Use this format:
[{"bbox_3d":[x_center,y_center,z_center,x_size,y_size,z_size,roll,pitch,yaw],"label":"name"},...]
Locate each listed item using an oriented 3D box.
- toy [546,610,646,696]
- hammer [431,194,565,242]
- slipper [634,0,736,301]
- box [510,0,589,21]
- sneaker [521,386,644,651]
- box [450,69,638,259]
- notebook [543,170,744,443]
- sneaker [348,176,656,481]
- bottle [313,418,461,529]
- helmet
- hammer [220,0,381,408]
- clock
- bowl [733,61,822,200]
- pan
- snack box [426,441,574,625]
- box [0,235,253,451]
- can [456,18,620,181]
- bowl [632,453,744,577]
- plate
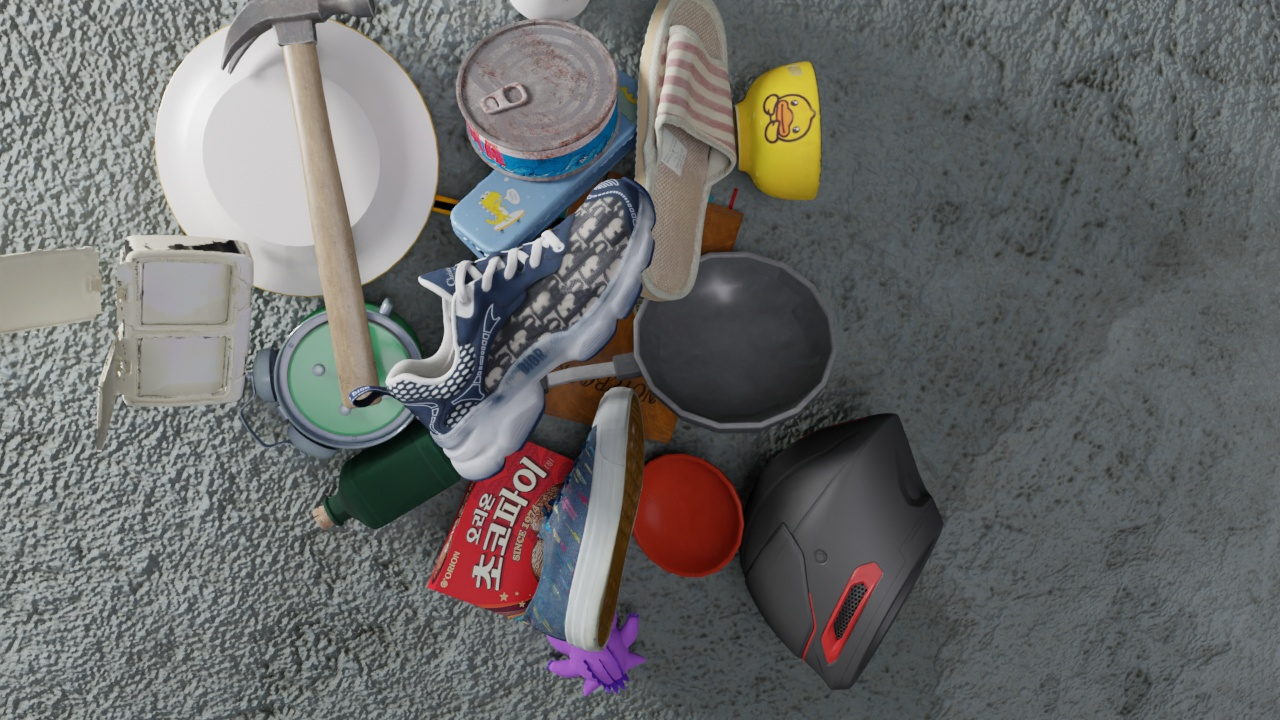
[{"bbox_3d":[-0.043,0.291,0.919,0.106,0.056,0.088,-30,112,-3],"label":"toy"},{"bbox_3d":[-0.134,-0.122,0.795,0.320,0.036,0.123,15,100,-9],"label":"hammer"},{"bbox_3d":[0.038,-0.180,0.772,0.114,0.052,0.263,6,91,-51],"label":"slipper"},{"bbox_3d":[-0.078,-0.333,0.702,0.084,0.162,0.112,-34,96,-9],"label":"box"},{"bbox_3d":[-0.050,0.136,0.826,0.079,0.087,0.235,6,72,13],"label":"sneaker"},{"bbox_3d":[-0.069,-0.167,0.766,0.066,0.049,0.209,44,72,-1],"label":"box"},{"bbox_3d":[-0.018,-0.058,0.858,0.178,0.014,0.249,15,100,-16],"label":"notebook"},{"bbox_3d":[-0.102,-0.044,0.707,0.132,0.103,0.269,35,95,-26],"label":"sneaker"},{"bbox_3d":[-0.233,0.110,0.828,0.131,0.061,0.061,-31,111,-3],"label":"bottle"},{"bbox_3d":[0.182,0.166,0.879,0.170,0.164,0.265,31,109,24],"label":"helmet"},{"bbox_3d":[-0.247,-0.126,0.728,0.119,0.030,0.331,-8,99,-3],"label":"hammer"},{"bbox_3d":[-0.265,0.021,0.791,0.161,0.075,0.122,-30,108,-5],"label":"clock"},{"bbox_3d":[0.117,-0.198,0.803,0.067,0.117,0.117,-4,105,4],"label":"bowl"},{"bbox_3d":[-0.005,0.005,0.812,0.357,0.041,0.178,-11,63,-4],"label":"pan"},{"bbox_3d":[-0.104,0.161,0.851,0.132,0.036,0.151,26,72,-17],"label":"snack box"},{"bbox_3d":[-0.383,-0.014,0.710,0.185,0.095,0.146,-20,133,-49],"label":"box"},{"bbox_3d":[-0.082,-0.214,0.751,0.130,0.044,0.129,-1,68,1],"label":"can"},{"bbox_3d":[0.049,0.147,0.893,0.122,0.035,0.122,4,100,27],"label":"bowl"},{"bbox_3d":[-0.281,-0.164,0.750,0.230,0.021,0.230,-1,102,-3],"label":"plate"}]
